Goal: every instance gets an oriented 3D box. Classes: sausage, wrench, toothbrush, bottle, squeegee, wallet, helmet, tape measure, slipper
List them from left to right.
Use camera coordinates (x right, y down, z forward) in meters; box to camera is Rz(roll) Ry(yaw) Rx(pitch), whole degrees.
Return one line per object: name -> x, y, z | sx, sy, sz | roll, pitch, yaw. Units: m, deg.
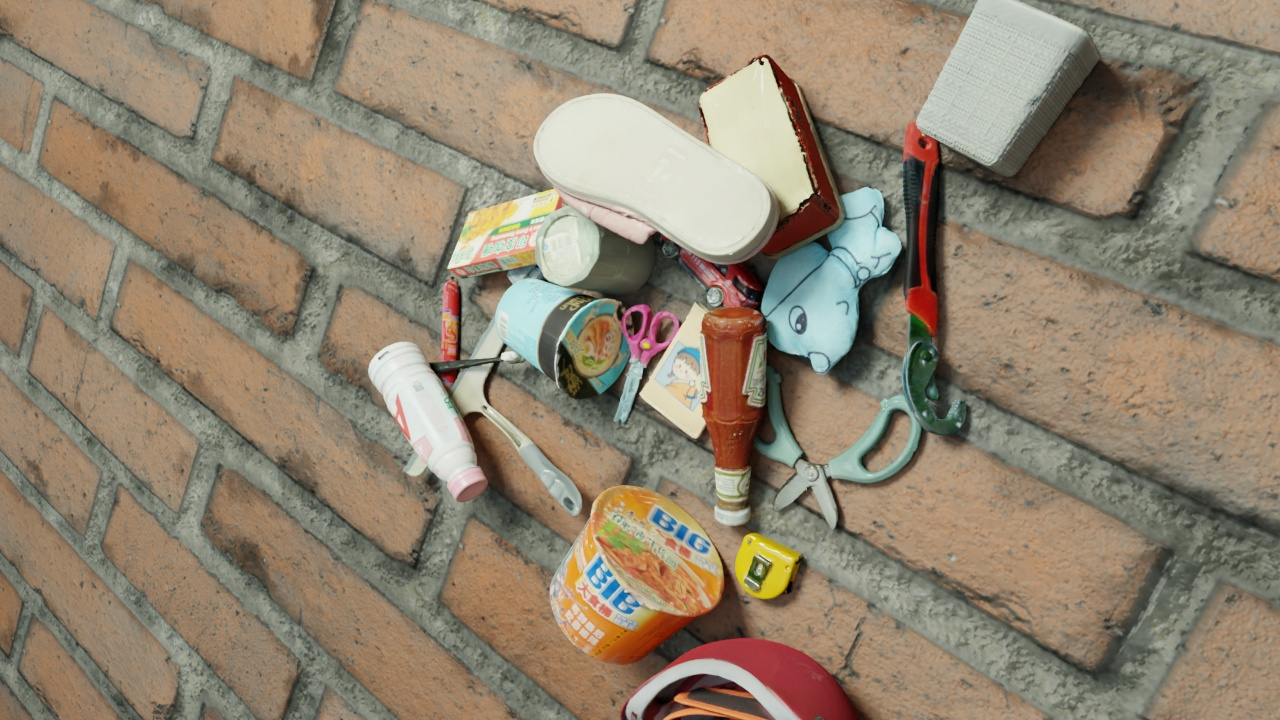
bottle -> -0.234, 0.069, 1.024 | 0.068, 0.068, 0.197 | -47, 63, 22
sausage -> -0.226, -0.022, 1.089 | 0.020, 0.020, 0.156 | 3, 91, 31
toothbrush -> -0.203, 0.004, 1.051 | 0.181, 0.018, 0.015 | -7, 82, 36
squeegee -> -0.131, 0.094, 1.012 | 0.246, 0.039, 0.247 | 39, 102, 36
slipper -> 0.011, -0.161, 0.826 | 0.274, 0.054, 0.114 | 32, 86, 32
wallet -> 0.058, 0.012, 0.916 | 0.087, 0.024, 0.115 | 41, 109, 30
bottle -> 0.086, 0.055, 0.856 | 0.060, 0.059, 0.206 | 8, 109, 31
helmet -> 0.110, 0.354, 0.815 | 0.207, 0.143, 0.240 | -12, 97, 31
tape measure -> 0.118, 0.198, 0.873 | 0.060, 0.028, 0.057 | 23, 102, 30
wrench -> 0.246, -0.072, 0.790 | 0.016, 0.056, 0.273 | 163, 105, -73

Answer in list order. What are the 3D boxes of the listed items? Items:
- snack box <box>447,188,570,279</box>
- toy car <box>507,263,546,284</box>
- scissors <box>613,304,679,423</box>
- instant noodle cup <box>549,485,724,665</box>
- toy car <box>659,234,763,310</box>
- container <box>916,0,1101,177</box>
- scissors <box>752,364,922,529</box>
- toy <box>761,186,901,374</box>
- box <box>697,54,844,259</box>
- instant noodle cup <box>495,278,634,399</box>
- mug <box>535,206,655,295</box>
snack box -> -0.142, -0.137, 1.004 | 0.156, 0.027, 0.076 | -6, 59, 40
toy car -> -0.112, -0.115, 1.013 | 0.091, 0.034, 0.043 | -50, 63, 20
scissors -> -0.007, 0.006, 0.948 | 0.063, 0.017, 0.135 | 19, 110, -8
instant noodle cup -> -0.010, 0.214, 0.889 | 0.151, 0.151, 0.112 | 49, 121, 22
toy car -> 0.070, -0.090, 0.892 | 0.120, 0.052, 0.045 | 46, 110, 20
container -> 0.291, -0.218, 0.739 | 0.090, 0.090, 0.114 | 38, 112, 26
scissors -> 0.167, 0.060, 0.851 | 0.174, 0.019, 0.170 | -41, 71, 25
toy -> 0.166, -0.072, 0.835 | 0.157, 0.049, 0.161 | -29, 65, 29
box -> 0.110, -0.186, 0.831 | 0.091, 0.079, 0.168 | -27, 62, 28
instant noodle cup -> -0.086, -0.032, 0.962 | 0.120, 0.111, 0.111 | 27, 103, 38
mug -> -0.046, -0.130, 0.931 | 0.084, 0.103, 0.124 | 1, 91, 31
